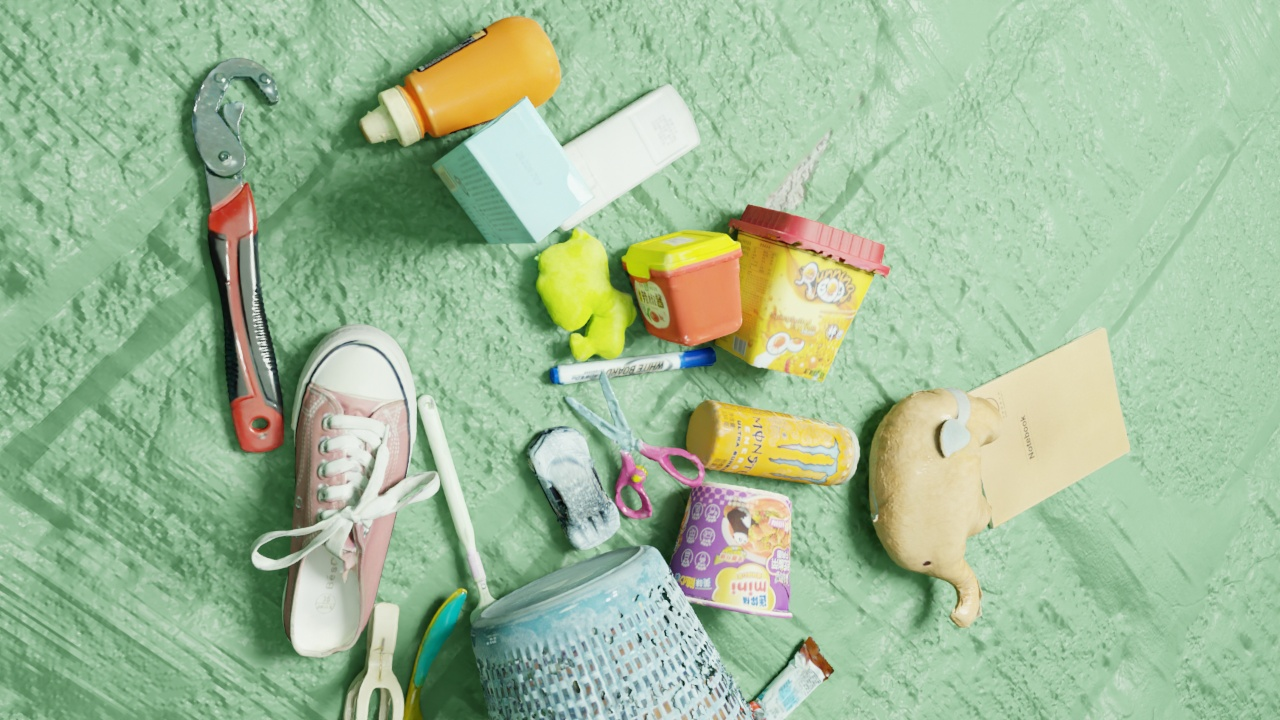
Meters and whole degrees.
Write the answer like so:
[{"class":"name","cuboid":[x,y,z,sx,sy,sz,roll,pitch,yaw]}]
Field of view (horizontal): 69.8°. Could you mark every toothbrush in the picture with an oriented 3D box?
[{"class":"toothbrush","cuboid":[-0.141,0.117,0.709,0.029,0.020,0.189,-19,100,-26]}]

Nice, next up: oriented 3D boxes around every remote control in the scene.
[{"class":"remote control","cuboid":[-0.021,-0.164,0.739,0.149,0.021,0.058,-35,106,-17]}]

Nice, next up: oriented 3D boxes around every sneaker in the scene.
[{"class":"sneaker","cuboid":[-0.204,0.095,0.641,0.118,0.088,0.241,9,91,-24]}]

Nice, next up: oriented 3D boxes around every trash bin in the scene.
[{"class":"trash bin","cuboid":[-0.021,0.251,0.671,0.226,0.227,0.195,-20,87,-21]}]

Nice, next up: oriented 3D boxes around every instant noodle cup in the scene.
[{"class":"instant noodle cup","cuboid":[0.126,-0.055,0.769,0.116,0.116,0.124,13,100,-24]},{"class":"instant noodle cup","cuboid":[0.077,0.155,0.763,0.111,0.112,0.099,14,80,-24]}]

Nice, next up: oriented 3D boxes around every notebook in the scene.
[{"class":"notebook","cuboid":[0.426,0.068,0.958,0.207,0.008,0.148,-22,102,-21]}]

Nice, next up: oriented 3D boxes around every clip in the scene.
[{"class":"clip","cuboid":[-0.191,0.238,0.671,0.035,0.095,0.102,12,100,-24]}]

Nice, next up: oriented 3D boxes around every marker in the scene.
[{"class":"marker","cuboid":[-0.005,0.004,0.761,0.145,0.017,0.017,-7,96,-23]}]

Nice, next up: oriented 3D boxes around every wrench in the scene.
[{"class":"wrench","cuboid":[-0.276,-0.071,0.638,0.056,0.016,0.273,-3,94,-23]}]

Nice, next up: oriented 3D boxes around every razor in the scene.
[{"class":"razor","cuboid":[-0.160,0.237,0.703,0.043,0.028,0.132,21,85,-58]}]

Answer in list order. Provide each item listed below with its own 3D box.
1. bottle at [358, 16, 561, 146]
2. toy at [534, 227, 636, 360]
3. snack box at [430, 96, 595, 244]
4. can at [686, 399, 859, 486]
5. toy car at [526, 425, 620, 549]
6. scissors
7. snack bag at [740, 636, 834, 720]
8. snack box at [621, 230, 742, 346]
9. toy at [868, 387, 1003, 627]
[{"class":"bottle","cuboid":[-0.134,-0.196,0.670,0.149,0.067,0.067,-28,104,-12]},{"class":"toy","cuboid":[-0.044,-0.050,0.731,0.100,0.031,0.096,31,70,-28]},{"class":"snack box","cuboid":[-0.092,-0.123,0.628,0.051,0.175,0.074,-40,107,-10]},{"class":"can","cuboid":[0.114,0.073,0.795,0.146,0.058,0.058,11,89,-24]},{"class":"toy car","cuboid":[-0.053,0.103,0.740,0.048,0.031,0.105,-30,104,-20]},{"class":"scissors","cuboid":[-0.002,0.066,0.745,0.108,0.017,0.135,-13,106,18]},{"class":"snack bag","cuboid":[0.132,0.303,0.836,0.105,0.026,0.045,-39,98,-17]},{"class":"snack box","cuboid":[0.038,-0.059,0.737,0.082,0.091,0.080,-19,107,-21]},{"class":"toy","cuboid":[0.276,0.137,0.859,0.143,0.082,0.226,0,96,-15]}]
